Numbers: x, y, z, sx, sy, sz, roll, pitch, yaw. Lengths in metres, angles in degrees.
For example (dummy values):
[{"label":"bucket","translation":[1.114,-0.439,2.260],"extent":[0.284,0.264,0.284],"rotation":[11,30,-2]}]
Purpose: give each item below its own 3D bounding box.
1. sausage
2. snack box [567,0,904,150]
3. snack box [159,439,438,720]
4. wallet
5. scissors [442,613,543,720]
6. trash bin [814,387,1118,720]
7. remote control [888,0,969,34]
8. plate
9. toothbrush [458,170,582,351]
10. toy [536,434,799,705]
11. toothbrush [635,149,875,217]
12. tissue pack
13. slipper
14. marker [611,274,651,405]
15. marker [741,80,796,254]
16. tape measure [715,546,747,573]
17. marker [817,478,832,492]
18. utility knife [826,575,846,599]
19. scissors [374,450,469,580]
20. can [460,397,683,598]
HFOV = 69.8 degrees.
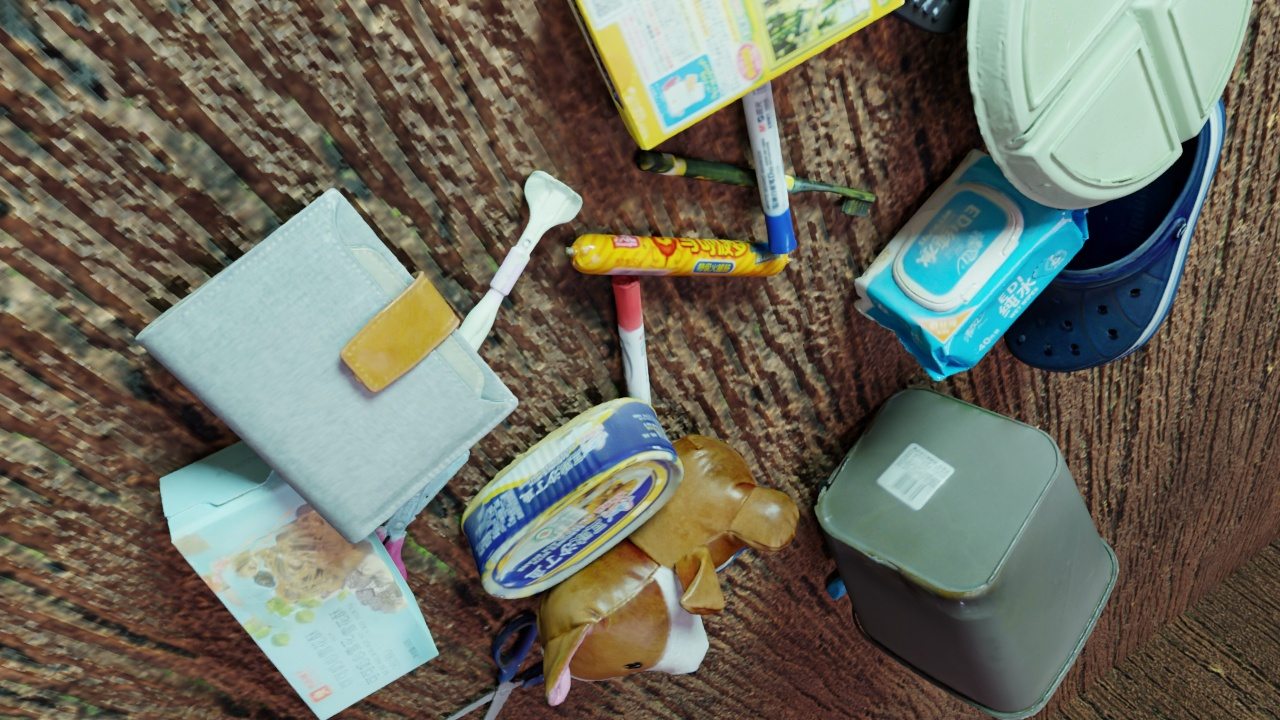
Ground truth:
[{"label":"sausage","translation":[0.027,-0.059,0.519],"extent":[0.164,0.021,0.021],"rotation":[-3,130,-37]},{"label":"snack box","translation":[0.042,-0.163,0.398],"extent":[0.140,0.033,0.087],"rotation":[-28,135,3]},{"label":"snack box","translation":[-0.175,0.115,0.489],"extent":[0.074,0.051,0.175],"rotation":[-28,132,-15]},{"label":"wallet","translation":[-0.128,0.005,0.402],"extent":[0.106,0.037,0.130],"rotation":[-40,115,-8]},{"label":"scissors","translation":[-0.100,0.256,0.737],"extent":[0.162,0.012,0.176],"rotation":[-10,134,-32]},{"label":"trash bin","translation":[0.270,0.155,0.784],"extent":[0.198,0.199,0.220],"rotation":[-52,136,-14]},{"label":"remote control","translation":[0.126,-0.204,0.453],"extent":[0.136,0.024,0.053],"rotation":[11,123,-41]},{"label":"plate","translation":[0.271,-0.197,0.509],"extent":[0.229,0.027,0.230],"rotation":[-11,112,-29]},{"label":"toothbrush","translation":[-0.087,-0.005,0.447],"extent":[0.029,0.020,0.189],"rotation":[30,92,-19]},{"label":"toy","translation":[0.011,0.148,0.623],"extent":[0.199,0.130,0.140],"rotation":[-38,176,-6]},{"label":"toothbrush","translation":[0.071,-0.099,0.522],"extent":[0.185,0.012,0.017],"rotation":[0,118,-39]},{"label":"tissue pack","translation":[0.215,-0.064,0.608],"extent":[0.063,0.090,0.140],"rotation":[22,112,-48]},{"label":"slipper","translation":[0.339,-0.085,0.674],"extent":[0.095,0.105,0.253],"rotation":[-22,137,-32]},{"label":"marker","translation":[-0.003,0.003,0.560],"extent":[0.017,0.017,0.145],"rotation":[-25,140,-17]},{"label":"marker","translation":[0.065,-0.117,0.482],"extent":[0.017,0.017,0.146],"rotation":[-30,133,-12]},{"label":"tape measure","translation":[0.061,0.149,0.749],"extent":[0.058,0.025,0.054],"rotation":[-46,140,3]},{"label":"marker","translation":[0.187,0.142,0.848],"extent":[0.022,0.020,0.132],"rotation":[-45,141,-8]},{"label":"utility knife","translation":[0.270,0.185,0.957],"extent":[0.185,0.018,0.034],"rotation":[-38,157,-4]},{"label":"scissors","translation":[-0.152,0.096,0.537],"extent":[0.076,0.017,0.138],"rotation":[17,113,-37]},{"label":"can","translation":[-0.043,0.087,0.570],"extent":[0.148,0.049,0.074],"rotation":[-37,140,9]}]
